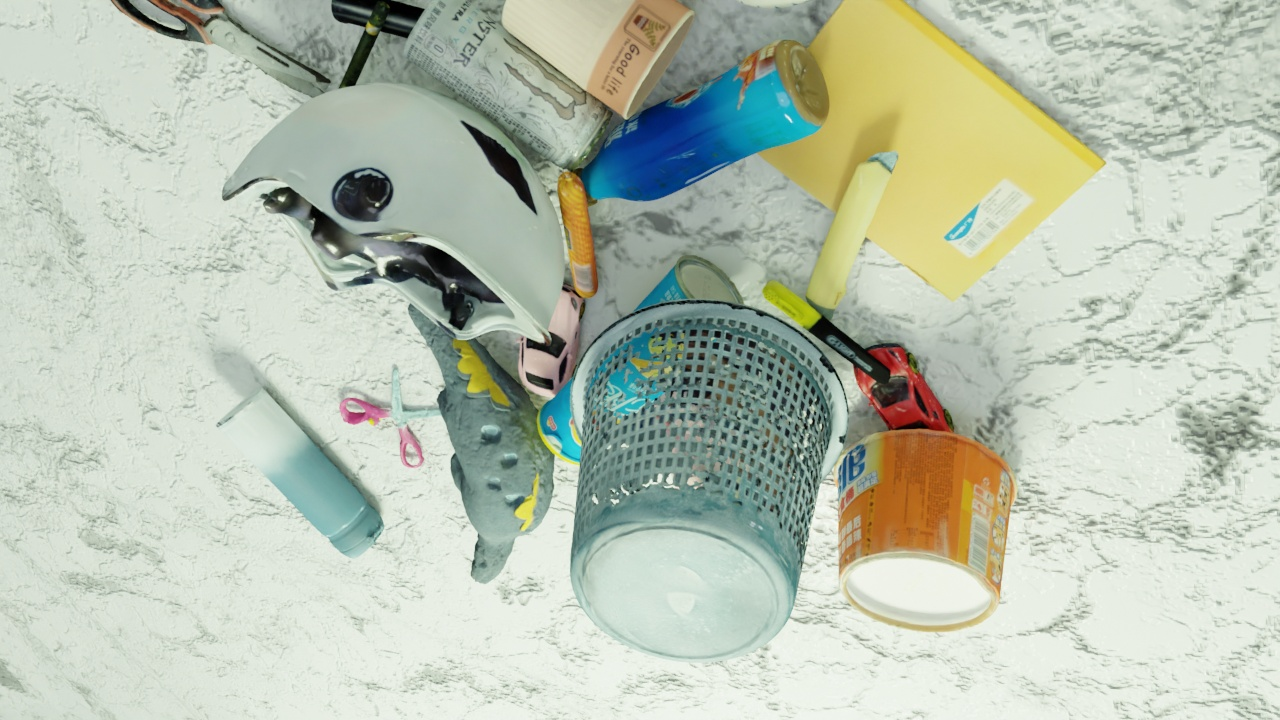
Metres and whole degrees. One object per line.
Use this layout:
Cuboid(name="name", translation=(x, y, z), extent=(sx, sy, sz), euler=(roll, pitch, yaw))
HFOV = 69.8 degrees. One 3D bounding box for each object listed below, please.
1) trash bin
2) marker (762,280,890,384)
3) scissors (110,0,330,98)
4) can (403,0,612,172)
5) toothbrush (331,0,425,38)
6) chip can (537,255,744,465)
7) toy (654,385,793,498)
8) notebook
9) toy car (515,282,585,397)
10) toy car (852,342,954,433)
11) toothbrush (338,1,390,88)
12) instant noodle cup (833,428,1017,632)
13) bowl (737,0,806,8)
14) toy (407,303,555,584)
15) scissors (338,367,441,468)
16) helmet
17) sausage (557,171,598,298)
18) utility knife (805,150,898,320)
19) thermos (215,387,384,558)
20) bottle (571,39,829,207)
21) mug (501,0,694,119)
Cuboid(name="trash bin", translation=(0.039, 0.098, 0.673), extent=(0.227, 0.194, 0.227), euler=(6, 126, 8))
Cuboid(name="marker", translation=(0.148, -0.022, 0.732), extent=(0.124, 0.015, 0.018), euler=(38, 134, 6))
Cuboid(name="scissors", translation=(-0.350, -0.289, 0.757), extent=(0.207, 0.015, 0.194), euler=(0, 123, 22))
Cuboid(name="can", translation=(-0.095, -0.201, 0.662), extent=(0.146, 0.058, 0.058), euler=(34, 130, -15))
Cuboid(name="toothbrush", translation=(-0.133, -0.246, 0.693), extent=(0.213, 0.026, 0.027), euler=(17, 135, 10))
Cuboid(name="chip can", translation=(-0.005, 0.005, 0.780), extent=(0.071, 0.071, 0.211), euler=(39, 124, -7))
Cuboid(name="toy", translation=(0.062, 0.084, 0.832), extent=(0.159, 0.054, 0.122), euler=(41, 128, 4))
Cuboid(name="notebook", translation=(0.190, -0.147, 0.643), extent=(0.206, 0.010, 0.146), euler=(36, 129, -5))
Cuboid(name="toy car", translation=(-0.083, -0.017, 0.830), extent=(0.056, 0.037, 0.123), euler=(16, 127, 9))
Cuboid(name="toy car", translation=(0.213, 0.033, 0.750), extent=(0.049, 0.031, 0.106), euler=(-24, 110, 32))
Cuboid(name="toothbrush", translation=(-0.235, -0.219, 0.743), extent=(0.017, 0.012, 0.186), euler=(35, 139, -14))
Cuboid(name="instant noodle cup", translation=(0.228, 0.144, 0.750), extent=(0.151, 0.111, 0.152), euler=(11, 140, 9))
Cuboid(name="bowl", translation=(0.080, -0.273, 0.562), extent=(0.116, 0.066, 0.117), euler=(11, 126, 15))
Cuboid(name="toy", translation=(-0.147, 0.099, 0.905), extent=(0.138, 0.091, 0.357), euler=(16, 127, 27))
Cuboid(name="scissors", translation=(-0.257, 0.065, 0.973), extent=(0.133, 0.017, 0.136), euler=(-5, 119, 21))
Cuboid(name="helmet", translation=(-0.162, -0.120, 0.701), extent=(0.259, 0.145, 0.229), euler=(18, 167, 17))
Cuboid(name="sausage", translation=(-0.049, -0.096, 0.731), extent=(0.021, 0.021, 0.165), euler=(16, 153, 11))
Cuboid(name="utility knife", translation=(0.154, -0.090, 0.682), extent=(0.031, 0.018, 0.163), euler=(23, 143, 8))
Cuboid(name="thermos", translation=(-0.378, 0.133, 1.037), extent=(0.070, 0.070, 0.220), euler=(-24, 112, 33))
Cuboid(name="bottle", translation=(0.026, -0.157, 0.662), extent=(0.219, 0.065, 0.065), euler=(-17, 116, 37))
Cuboid(name="mug", translation=(-0.021, -0.243, 0.623), extent=(0.106, 0.081, 0.115), euler=(35, 102, -2))
